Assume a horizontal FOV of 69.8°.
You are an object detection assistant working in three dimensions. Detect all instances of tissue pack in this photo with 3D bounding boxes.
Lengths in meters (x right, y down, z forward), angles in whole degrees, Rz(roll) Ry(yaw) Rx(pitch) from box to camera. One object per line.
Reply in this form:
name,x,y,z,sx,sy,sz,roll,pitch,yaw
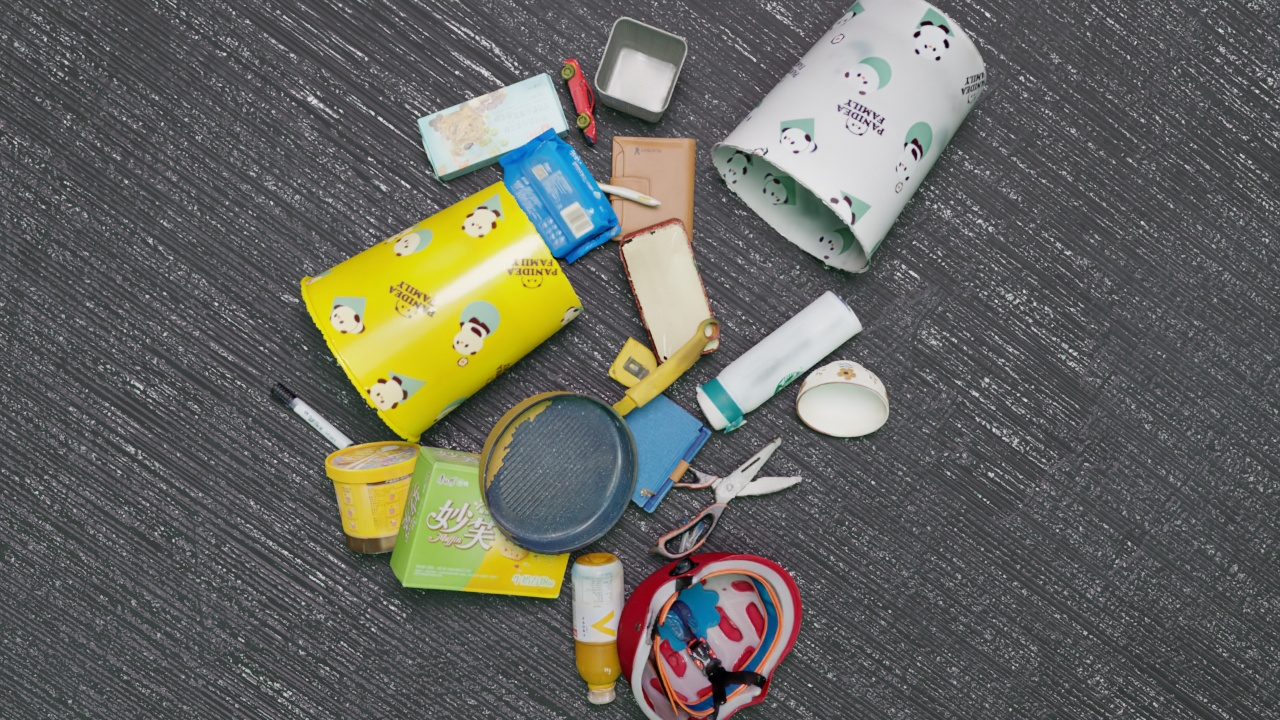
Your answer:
tissue pack,-0.099,-0.203,1.129,0.095,0.052,0.157,-26,107,29

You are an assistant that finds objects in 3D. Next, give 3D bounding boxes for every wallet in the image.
wallet,0.013,0.113,1.177,0.106,0.040,0.133,36,91,17
wallet,0.015,-0.216,1.161,0.108,0.031,0.132,2,94,-3

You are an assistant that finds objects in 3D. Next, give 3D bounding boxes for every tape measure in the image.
tape measure,-0.007,0.007,1.181,0.057,0.029,0.060,32,94,-4

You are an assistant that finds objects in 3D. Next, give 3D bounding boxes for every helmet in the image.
helmet,0.073,0.336,1.158,0.239,0.144,0.207,-37,108,-17

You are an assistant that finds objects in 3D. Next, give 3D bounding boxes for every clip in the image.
clip,0.063,0.237,1.206,0.045,0.027,0.058,20,95,-10

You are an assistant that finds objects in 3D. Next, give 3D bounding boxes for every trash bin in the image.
trash bin,0.248,-0.271,1.070,0.229,0.229,0.252,38,88,-4
trash bin,-0.222,-0.067,1.082,0.255,0.229,0.229,-33,95,-3

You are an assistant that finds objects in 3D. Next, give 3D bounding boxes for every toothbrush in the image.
toothbrush,-0.062,-0.226,1.146,0.191,0.016,0.018,19,91,12

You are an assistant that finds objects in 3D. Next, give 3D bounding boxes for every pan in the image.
pan,-0.038,0.078,1.101,0.357,0.078,0.197,-48,117,-12

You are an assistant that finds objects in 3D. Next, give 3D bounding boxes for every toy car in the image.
toy car,-0.072,-0.320,1.140,0.031,0.049,0.106,-15,94,2

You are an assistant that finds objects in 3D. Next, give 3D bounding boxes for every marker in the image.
marker,-0.424,0.077,1.187,0.130,0.018,0.023,41,106,-4

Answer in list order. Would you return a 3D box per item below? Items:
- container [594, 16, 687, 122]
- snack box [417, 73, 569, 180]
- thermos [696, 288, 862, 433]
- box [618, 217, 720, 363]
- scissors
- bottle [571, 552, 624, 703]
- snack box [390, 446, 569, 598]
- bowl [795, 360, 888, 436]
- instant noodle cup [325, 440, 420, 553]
container,-0.001,-0.343,1.106,0.090,0.114,0.090,20,94,-3
snack box,-0.181,-0.289,1.139,0.175,0.051,0.074,-20,95,1
thermos,0.172,0.005,1.164,0.224,0.073,0.073,-37,95,3
box,0.039,-0.085,1.132,0.091,0.080,0.168,-18,105,5
scissors,0.093,0.173,1.188,0.227,0.015,0.188,13,79,7
bottle,-0.053,0.348,1.192,0.068,0.068,0.189,-2,95,-1
snack box,-0.185,0.203,1.136,0.209,0.070,0.158,13,96,-29
bowl,0.256,0.040,1.161,0.113,0.114,0.062,15,54,-2
instant noodle cup,-0.327,0.171,1.152,0.118,0.118,0.114,-4,102,-1
